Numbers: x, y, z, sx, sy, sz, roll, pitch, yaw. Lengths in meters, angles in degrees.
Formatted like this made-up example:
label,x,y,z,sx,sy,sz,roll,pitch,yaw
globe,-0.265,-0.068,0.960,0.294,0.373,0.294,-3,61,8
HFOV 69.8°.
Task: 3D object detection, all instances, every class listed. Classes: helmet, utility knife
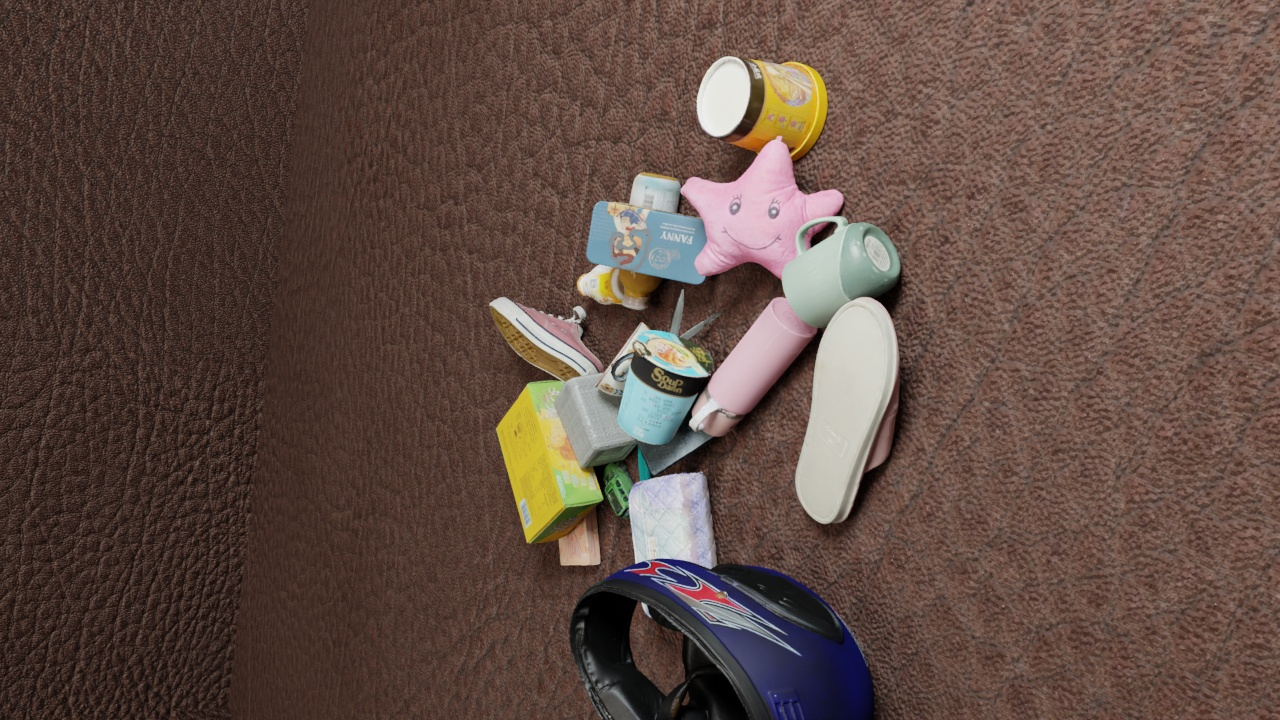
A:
label,x,y,z,sx,sy,sz,roll,pitch,yaw
helmet,0.104,0.338,1.007,0.315,0.239,0.248,35,117,35
utility knife,0.009,0.195,1.330,0.029,0.013,0.216,-16,76,57

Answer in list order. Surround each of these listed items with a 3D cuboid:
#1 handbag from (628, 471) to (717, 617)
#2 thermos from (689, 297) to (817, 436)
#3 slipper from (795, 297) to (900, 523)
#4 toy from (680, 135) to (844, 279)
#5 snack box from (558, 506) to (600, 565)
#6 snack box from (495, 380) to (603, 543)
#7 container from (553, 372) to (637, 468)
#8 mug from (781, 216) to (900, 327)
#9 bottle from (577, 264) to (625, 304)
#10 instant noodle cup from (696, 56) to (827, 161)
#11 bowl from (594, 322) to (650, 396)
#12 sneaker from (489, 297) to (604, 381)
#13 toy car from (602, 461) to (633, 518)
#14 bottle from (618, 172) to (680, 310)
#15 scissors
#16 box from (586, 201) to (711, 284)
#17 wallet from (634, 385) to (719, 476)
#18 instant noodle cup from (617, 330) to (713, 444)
label,x,y,z,sx,sy,sz,roll,pitch,yaw
handbag,0.046,0.252,1.230,0.134,0.075,0.193,-22,73,50
thermos,0.128,0.016,1.118,0.067,0.087,0.199,49,128,17
slipper,0.231,0.060,1.004,0.114,0.054,0.275,42,133,49
toy,0.137,-0.176,1.084,0.195,0.074,0.179,15,107,19
snack box,-0.102,0.247,1.465,0.085,0.026,0.157,-17,76,51
snack box,-0.146,0.158,1.432,0.158,0.070,0.210,-49,52,48
container,-0.062,0.090,1.357,0.090,0.090,0.114,-55,50,54
mug,0.215,-0.107,1.001,0.107,0.082,0.111,-33,74,45
bottle,-0.051,-0.115,1.373,0.109,0.063,0.063,3,92,53
instant noodle cup,0.139,-0.301,1.086,0.119,0.114,0.118,-1,89,54
bowl,-0.008,0.008,1.300,0.062,0.113,0.114,35,127,-2
sneaker,-0.139,-0.039,1.469,0.241,0.087,0.118,33,150,27
toy car,-0.031,0.192,1.367,0.043,0.036,0.091,-58,43,36
bottle,0.009,-0.166,1.292,0.068,0.067,0.190,27,111,50
scissors,0.037,-0.016,1.228,0.014,0.159,0.181,-111,14,-53
box,0.023,-0.156,1.220,0.184,0.060,0.090,11,103,17
wallet,0.047,0.087,1.235,0.121,0.019,0.097,-34,56,11
instant noodle cup,0.023,0.039,1.181,0.111,0.111,0.121,47,125,43
